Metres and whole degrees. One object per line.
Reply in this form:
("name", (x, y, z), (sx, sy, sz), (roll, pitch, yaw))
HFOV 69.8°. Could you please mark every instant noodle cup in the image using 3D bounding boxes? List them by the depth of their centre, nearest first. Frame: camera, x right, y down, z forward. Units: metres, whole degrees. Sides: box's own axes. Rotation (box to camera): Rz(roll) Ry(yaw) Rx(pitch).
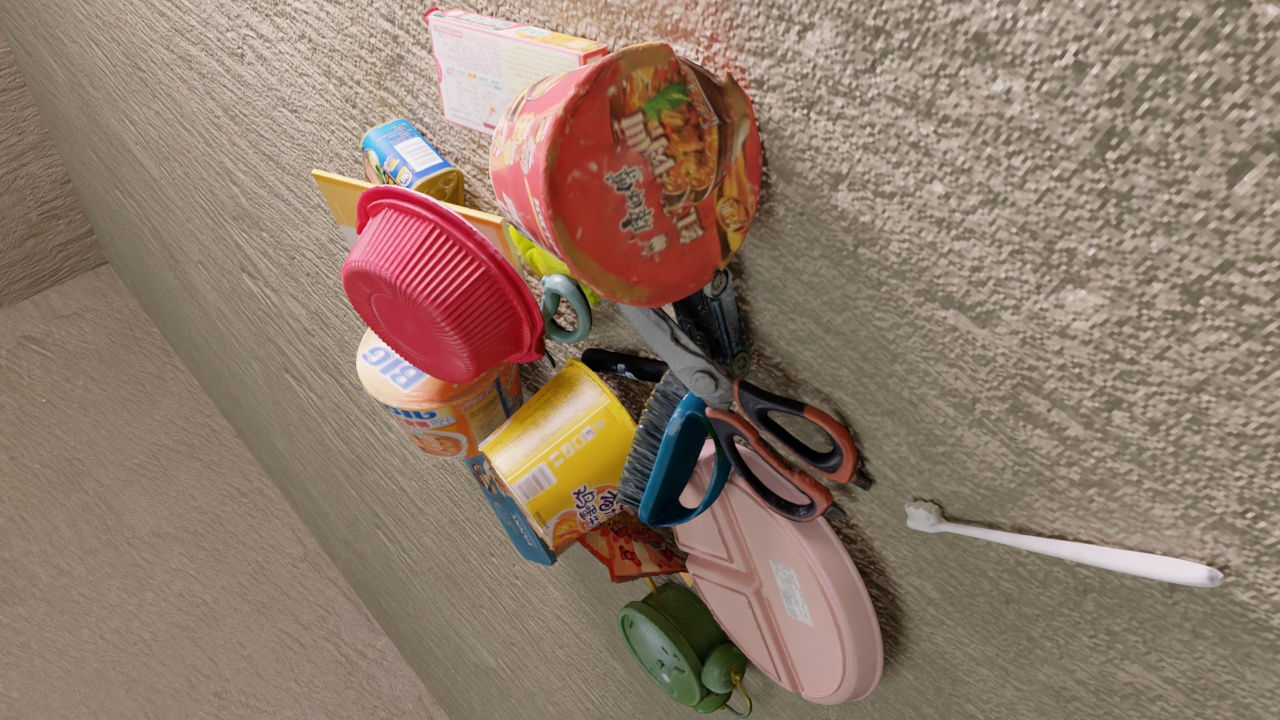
("instant noodle cup", (-0.017, -0.107, 0.526), (0.109, 0.137, 0.138), (26, 140, 55))
("instant noodle cup", (-0.170, -0.047, 0.741), (0.194, 0.065, 0.194), (27, 150, 17))
("instant noodle cup", (-0.061, 0.085, 0.769), (0.138, 0.109, 0.138), (50, 167, 16))
("instant noodle cup", (-0.183, 0.018, 0.889), (0.151, 0.151, 0.112), (37, 154, 30))

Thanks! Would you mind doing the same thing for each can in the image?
("can", (-0.206, -0.154, 0.830), (0.083, 0.057, 0.102), (46, 150, 21))

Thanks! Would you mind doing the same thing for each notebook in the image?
("notebook", (-0.184, -0.090, 0.804), (0.206, 0.010, 0.146), (18, 145, 24))

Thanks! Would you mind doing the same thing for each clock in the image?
("clock", (0.047, 0.288, 0.901), (0.161, 0.056, 0.116), (43, 149, 22))

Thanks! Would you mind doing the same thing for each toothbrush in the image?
("toothbrush", (0.217, 0.097, 0.496), (0.180, 0.016, 0.016), (3, 116, 56))

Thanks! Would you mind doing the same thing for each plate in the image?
("plate", (0.093, 0.169, 0.715), (0.229, 0.028, 0.230), (42, 147, 36))

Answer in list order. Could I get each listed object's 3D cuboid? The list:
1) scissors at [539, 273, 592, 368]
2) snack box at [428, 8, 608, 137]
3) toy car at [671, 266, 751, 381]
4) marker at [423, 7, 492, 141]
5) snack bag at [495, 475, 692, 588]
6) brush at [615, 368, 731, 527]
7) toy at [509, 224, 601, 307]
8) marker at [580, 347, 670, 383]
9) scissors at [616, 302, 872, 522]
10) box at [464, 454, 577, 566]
("scissors", (-0.112, -0.060, 0.743), (0.170, 0.019, 0.175), (43, 153, -14))
("snack box", (-0.083, -0.187, 0.625), (0.156, 0.026, 0.077), (26, 135, 34))
("toy car", (0.045, -0.031, 0.604), (0.049, 0.031, 0.106), (20, 140, 42))
("marker", (-0.123, -0.200, 0.700), (0.017, 0.017, 0.145), (-14, 107, 60))
("snack bag", (-0.051, 0.145, 0.866), (0.208, 0.073, 0.128), (34, -174, 37))
("brush", (0.030, 0.072, 0.665), (0.073, 0.055, 0.144), (35, 134, 22))
("toy", (-0.068, -0.084, 0.721), (0.100, 0.031, 0.097), (4, 126, 59))
("marker", (-0.004, 0.004, 0.725), (0.132, 0.022, 0.020), (9, 134, 54))
("scissors", (0.062, 0.014, 0.586), (0.182, 0.015, 0.209), (0, 119, 23))
("box", (-0.128, 0.142, 1.009), (0.090, 0.063, 0.184), (-10, 109, 60))
